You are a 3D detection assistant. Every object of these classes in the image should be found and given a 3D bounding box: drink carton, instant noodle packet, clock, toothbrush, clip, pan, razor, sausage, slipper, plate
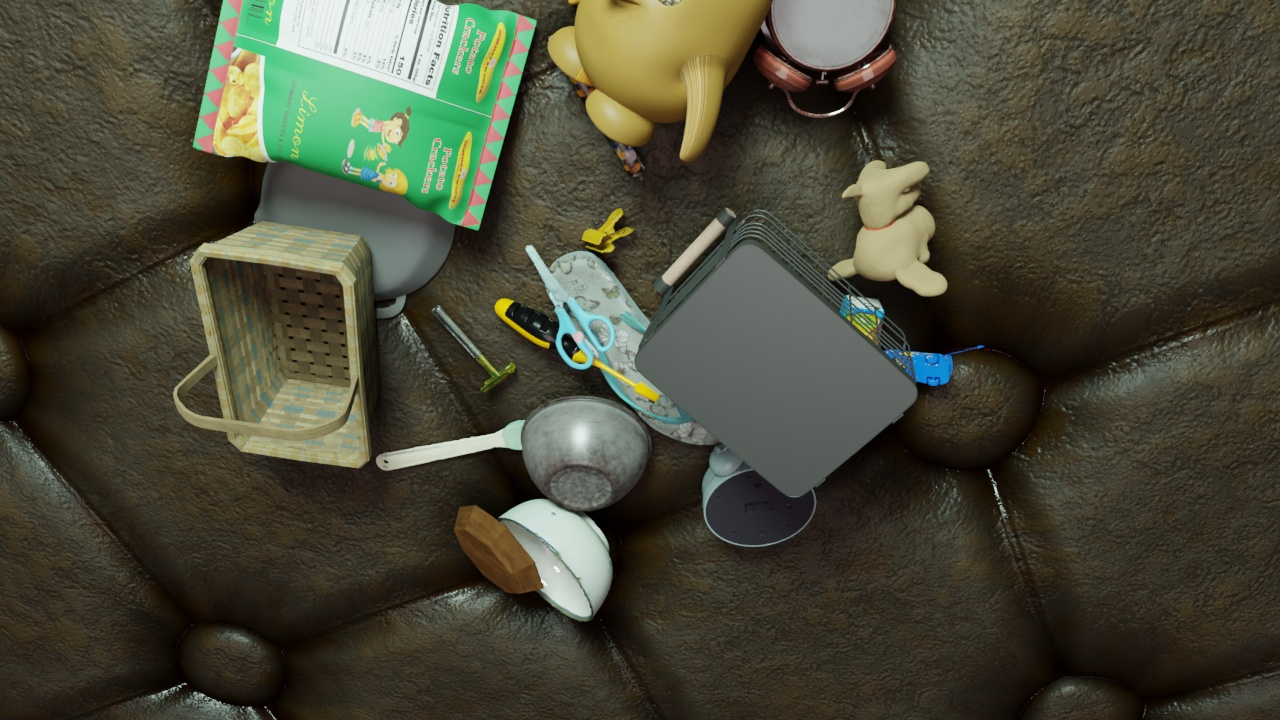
[{"bbox_3d":[0.216,-0.002,0.943,0.044,0.038,0.129,7,117,0],"label":"drink carton"},{"bbox_3d":[-0.240,-0.244,0.807,0.252,0.090,0.196,15,102,-16],"label":"instant noodle packet"},{"bbox_3d":[0.127,0.138,1.005,0.122,0.045,0.159,-7,126,3],"label":"clock"},{"bbox_3d":[-0.066,-0.010,0.937,0.197,0.031,0.031,30,147,10],"label":"toothbrush"},{"bbox_3d":[-0.027,-0.121,0.901,0.047,0.053,0.039,-38,113,-11],"label":"clip"},{"bbox_3d":[0.158,-0.288,0.780,0.120,0.072,0.158,1,117,4],"label":"clock"},{"bbox_3d":[-0.289,-0.200,0.886,0.216,0.024,0.355,-3,117,5],"label":"pan"},{"bbox_3d":[-0.183,-0.016,0.976,0.043,0.026,0.106,-34,106,22],"label":"razor"},{"bbox_3d":[-0.038,-0.233,0.852,0.020,0.020,0.155,-28,112,17],"label":"sausage"},{"bbox_3d":[-0.006,0.006,0.951,0.098,0.054,0.269,-33,108,33],"label":"slipper"},{"bbox_3d":[-0.167,0.222,1.050,0.131,0.025,0.131,33,147,24],"label":"plate"}]

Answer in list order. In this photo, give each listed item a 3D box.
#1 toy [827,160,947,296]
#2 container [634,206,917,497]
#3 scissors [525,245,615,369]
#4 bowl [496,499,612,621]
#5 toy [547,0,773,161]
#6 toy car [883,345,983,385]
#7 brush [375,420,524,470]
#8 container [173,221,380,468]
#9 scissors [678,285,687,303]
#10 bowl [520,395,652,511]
[{"bbox_3d":[0.229,-0.126,0.852,0.105,0.134,0.108,-30,118,-28],"label":"toy"},{"bbox_3d":[0.127,-0.011,0.859,0.241,0.130,0.163,40,116,-8],"label":"container"},{"bbox_3d":[-0.075,-0.059,0.915,0.063,0.015,0.138,-29,95,7],"label":"scissors"},{"bbox_3d":[-0.088,0.215,1.039,0.153,0.072,0.154,34,147,25],"label":"bowl"},{"bbox_3d":[0.029,-0.286,0.734,0.204,0.162,0.198,-45,67,37],"label":"toy"},{"bbox_3d":[0.299,-0.004,0.952,0.092,0.061,0.033,8,123,34],"label":"toy car"},{"bbox_3d":[-0.202,0.098,1.042,0.218,0.012,0.033,-12,116,12],"label":"brush"},{"bbox_3d":[-0.342,0.005,0.887,0.157,0.186,0.250,8,127,0],"label":"container"},{"bbox_3d":[0.080,-0.020,0.955,0.129,0.019,0.138,26,118,-10],"label":"scissors"},{"bbox_3d":[-0.061,0.112,0.988,0.145,0.067,0.145,2,132,2],"label":"bowl"}]
